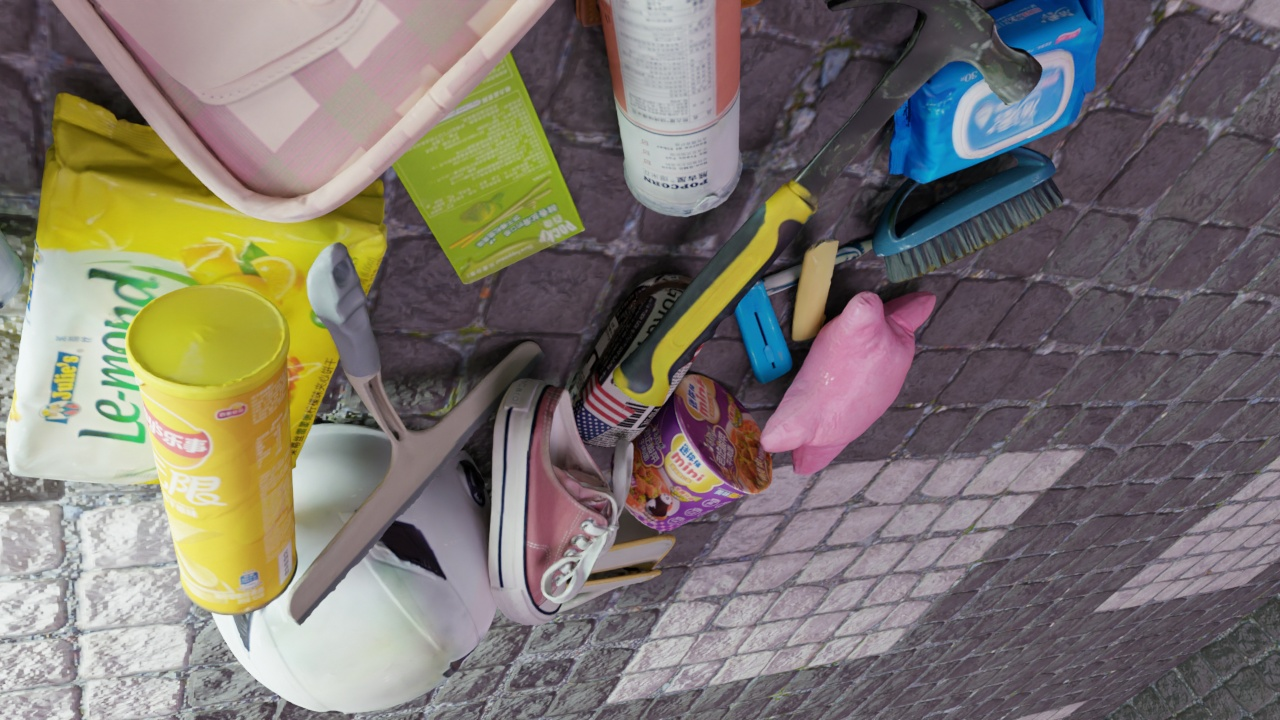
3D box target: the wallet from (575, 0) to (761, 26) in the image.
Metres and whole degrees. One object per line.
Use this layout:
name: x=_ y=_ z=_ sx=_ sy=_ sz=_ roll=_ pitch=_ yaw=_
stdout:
wallet: x=0.012 y=-0.225 z=0.445 sx=0.119 sy=0.035 sz=0.131 roll=-12 pitch=146 yaw=-10

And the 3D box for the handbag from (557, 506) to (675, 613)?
handbag: x=-0.063 y=0.204 z=0.879 sx=0.163 sy=0.063 sz=0.179 roll=-4 pitch=140 yaw=-22

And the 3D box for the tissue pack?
tissue pack: x=0.236 y=-0.181 z=0.602 sx=0.157 sy=0.052 sz=0.095 roll=-23 pitch=141 yaw=-2

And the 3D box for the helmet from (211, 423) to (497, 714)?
helmet: x=-0.212 y=0.178 z=0.696 sx=0.229 sy=0.145 sz=0.259 roll=-20 pitch=141 yaw=-7

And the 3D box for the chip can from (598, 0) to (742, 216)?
chip can: x=0.016 y=-0.159 z=0.454 sx=0.071 sy=0.071 sz=0.215 roll=-22 pitch=156 yaw=-4

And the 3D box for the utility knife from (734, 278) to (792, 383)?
utility knife: x=0.091 y=-0.028 z=0.712 sx=0.034 sy=0.018 sz=0.166 roll=-19 pitch=147 yaw=8

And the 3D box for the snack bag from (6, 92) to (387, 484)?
snack bag: x=-0.251 y=-0.021 z=0.513 sx=0.157 sy=0.068 sz=0.247 roll=7 pitch=131 yaw=-35

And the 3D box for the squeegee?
squeegee: x=-0.154 y=0.008 z=0.525 sx=0.245 sy=0.039 sz=0.247 roll=-50 pitch=161 yaw=-25

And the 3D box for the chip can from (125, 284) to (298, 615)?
chip can: x=-0.227 y=0.058 z=0.507 sx=0.072 sy=0.072 sz=0.214 roll=-6 pitch=139 yaw=-23

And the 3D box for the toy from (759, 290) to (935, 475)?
toy: x=0.177 y=0.021 z=0.776 sx=0.178 sy=0.074 sz=0.195 roll=-2 pitch=128 yaw=-51

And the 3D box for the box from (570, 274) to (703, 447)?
box: x=-0.005 y=-0.001 z=0.693 sx=0.074 sy=0.064 sz=0.165 roll=26 pitch=123 yaw=-13

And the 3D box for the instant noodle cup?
instant noodle cup: x=0.036 y=0.083 z=0.758 sx=0.111 sy=0.111 sz=0.099 roll=22 pitch=129 yaw=-42

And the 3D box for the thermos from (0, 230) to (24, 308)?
thermos: x=-0.332 y=-0.112 z=0.370 sx=0.073 sy=0.073 sz=0.225 roll=-13 pitch=140 yaw=-15

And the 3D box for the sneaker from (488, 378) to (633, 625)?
sneaker: x=-0.059 y=0.120 z=0.691 sx=0.088 sy=0.118 sz=0.241 roll=12 pitch=128 yaw=10

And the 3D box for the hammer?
hammer: x=0.088 y=-0.093 z=0.581 sx=0.126 sy=0.031 sz=0.324 roll=34 pitch=115 yaw=-17

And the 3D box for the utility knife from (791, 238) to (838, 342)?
utility knife: x=0.135 y=-0.049 z=0.709 sx=0.031 sy=0.018 sz=0.152 roll=-21 pitch=158 yaw=-7

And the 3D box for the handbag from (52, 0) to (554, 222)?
handbag: x=-0.157 y=-0.189 z=0.361 sx=0.193 sy=0.093 sz=0.234 roll=-40 pitch=123 yaw=10

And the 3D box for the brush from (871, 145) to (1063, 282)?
brush: x=0.233 y=-0.115 z=0.669 sx=0.144 sy=0.055 sz=0.073 roll=-27 pitch=103 yaw=-1

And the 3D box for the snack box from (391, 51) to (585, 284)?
snack box: x=-0.094 y=-0.117 z=0.521 sx=0.086 sy=0.026 sz=0.156 roll=-25 pitch=141 yaw=-1

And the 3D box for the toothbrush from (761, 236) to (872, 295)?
toothbrush: x=0.160 y=-0.080 z=0.704 sx=0.191 sy=0.018 sz=0.016 roll=-22 pitch=140 yaw=-4
